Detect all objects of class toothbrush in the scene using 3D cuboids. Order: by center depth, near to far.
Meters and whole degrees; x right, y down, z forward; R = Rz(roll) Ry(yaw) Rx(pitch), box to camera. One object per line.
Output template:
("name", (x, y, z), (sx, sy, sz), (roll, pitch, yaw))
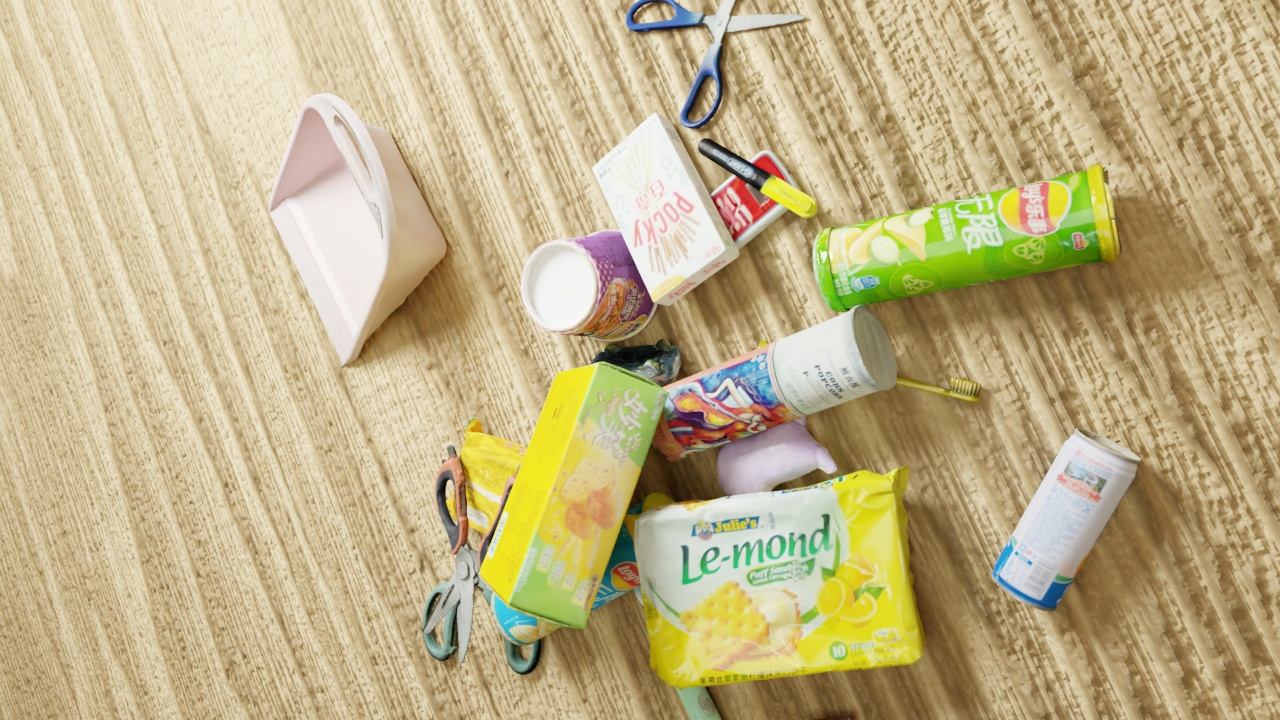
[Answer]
("toothbrush", (0.190, 0.006, 0.779), (0.190, 0.015, 0.016), (14, 96, 26))
("toothbrush", (0.049, 0.314, 0.874), (0.027, 0.026, 0.224), (-39, 76, 47))

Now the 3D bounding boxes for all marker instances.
("marker", (0.099, -0.158, 0.790), (0.124, 0.015, 0.018), (36, 102, 21))

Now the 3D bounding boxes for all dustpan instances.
("dustpan", (-0.329, -0.146, 0.966), (0.274, 0.138, 0.222), (-36, 79, 25))

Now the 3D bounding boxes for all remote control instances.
("remote control", (0.078, -0.127, 0.823), (0.136, 0.020, 0.056), (-38, 78, 25))

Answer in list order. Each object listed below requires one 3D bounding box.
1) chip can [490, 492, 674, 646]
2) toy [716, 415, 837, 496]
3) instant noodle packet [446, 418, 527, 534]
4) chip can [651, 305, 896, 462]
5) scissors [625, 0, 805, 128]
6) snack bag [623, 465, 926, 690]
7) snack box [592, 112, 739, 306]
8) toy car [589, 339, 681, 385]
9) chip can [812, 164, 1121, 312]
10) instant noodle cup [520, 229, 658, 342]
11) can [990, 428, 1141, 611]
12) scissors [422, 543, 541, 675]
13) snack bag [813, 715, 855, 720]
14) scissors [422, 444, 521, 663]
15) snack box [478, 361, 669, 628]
("chip can", (-0.049, 0.206, 0.890), (0.211, 0.071, 0.071), (-34, 79, 26))
("toy", (0.112, 0.084, 0.814), (0.108, 0.039, 0.083), (-34, 61, 26))
("instant noodle packet", (-0.141, 0.133, 0.947), (0.128, 0.044, 0.111), (25, 107, 26))
("chip can", (0.103, 0.024, 0.781), (0.215, 0.071, 0.071), (-23, 84, 35))
("scissors", (0.063, -0.290, 0.821), (0.173, 0.012, 0.162), (7, 97, 25))
("snack bag", (0.114, 0.183, 0.776), (0.247, 0.068, 0.158), (-10, 94, 11))
("snack box", (0.020, -0.137, 0.831), (0.085, 0.026, 0.156), (-35, 66, 28))
("toy car", (-0.005, 0.005, 0.867), (0.091, 0.042, 0.034), (-3, 127, 23))
("chip can", (0.245, -0.090, 0.711), (0.222, 0.072, 0.072), (-10, 90, 28))
("instant noodle cup", (-0.051, -0.068, 0.851), (0.112, 0.099, 0.111), (3, 98, 26))
("can", (0.323, 0.121, 0.699), (0.053, 0.053, 0.135), (29, 107, 22))
("scissors", (-0.186, 0.274, 0.997), (0.181, 0.019, 0.170), (-33, 81, 27))
("snack bag", (0.177, 0.366, 0.812), (0.048, 0.026, 0.104), (-14, 88, 21))
("scissors", (-0.170, 0.188, 0.921), (0.189, 0.015, 0.226), (-23, 76, 31))
("snack box", (-0.063, 0.112, 0.803), (0.070, 0.158, 0.210), (23, 79, -15))
